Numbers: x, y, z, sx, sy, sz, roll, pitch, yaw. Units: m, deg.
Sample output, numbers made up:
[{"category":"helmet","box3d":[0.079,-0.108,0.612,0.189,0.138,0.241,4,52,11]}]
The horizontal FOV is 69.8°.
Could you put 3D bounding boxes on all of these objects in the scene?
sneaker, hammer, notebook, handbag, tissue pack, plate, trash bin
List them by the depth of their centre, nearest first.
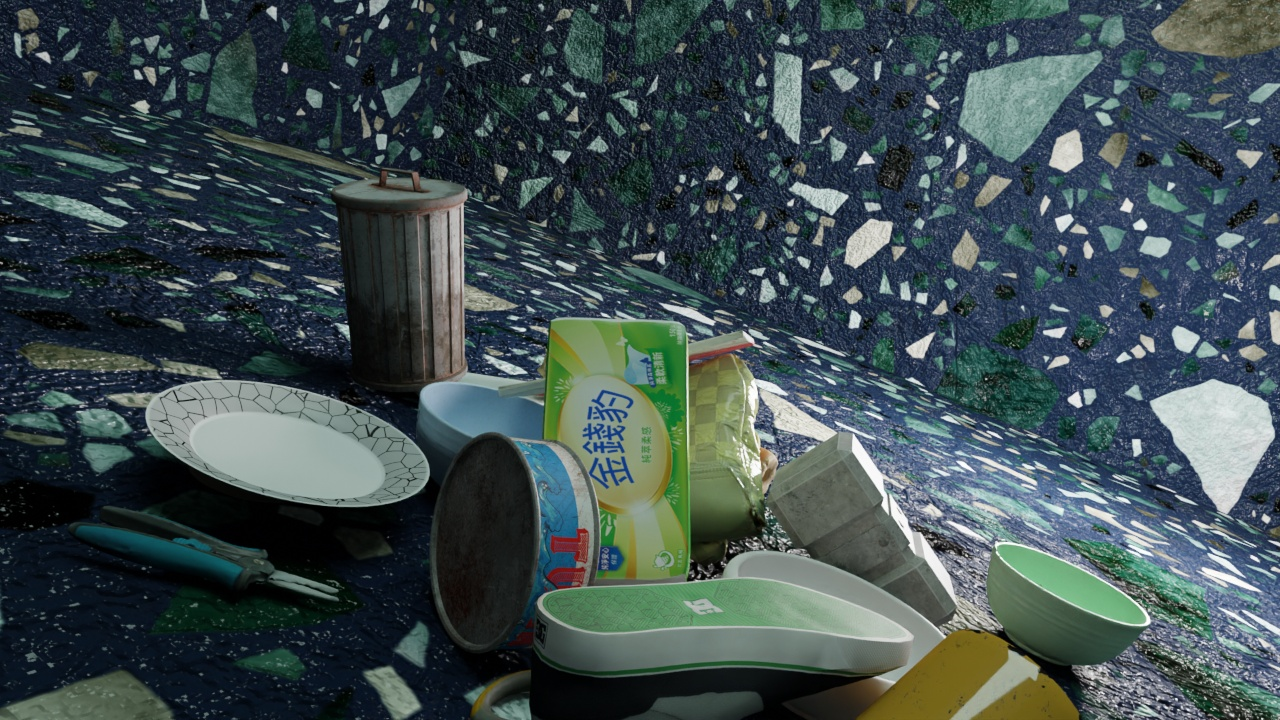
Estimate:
[{"category":"sneaker","box3d":[0.048,0.173,0.510,0.235,0.079,0.084,6,6,-26]},{"category":"plate","box3d":[-0.242,0.061,0.640,0.188,0.016,0.188,20,12,-5]},{"category":"tissue pack","box3d":[-0.020,0.082,0.686,0.120,0.197,0.142,8,-22,0]},{"category":"notebook","box3d":[-0.005,0.005,0.813,0.209,0.012,0.153,-14,-4,10]},{"category":"handbag","box3d":[0.063,0.092,0.832,0.113,0.186,0.117,-9,-38,18]},{"category":"hammer","box3d":[0.212,0.137,0.885,0.162,0.083,0.317,56,15,2]},{"category":"trash bin","box3d":[-0.241,-0.088,0.939,0.131,0.211,0.130,2,21,-1]}]

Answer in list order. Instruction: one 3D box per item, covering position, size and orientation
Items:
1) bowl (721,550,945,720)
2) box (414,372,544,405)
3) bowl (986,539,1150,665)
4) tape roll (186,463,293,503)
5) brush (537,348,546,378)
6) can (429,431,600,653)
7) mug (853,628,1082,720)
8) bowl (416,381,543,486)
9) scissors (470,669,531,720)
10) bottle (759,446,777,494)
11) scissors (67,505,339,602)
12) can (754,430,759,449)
[{"category":"bowl","box3d":[0.131,0.206,0.644,0.176,0.066,0.176,19,11,-4]},{"category":"box","box3d":[-0.141,0.051,1.002,0.208,0.037,0.189,11,18,-39]},{"category":"bowl","box3d":[0.405,0.247,0.898,0.151,0.077,0.150,20,11,-4]},{"category":"tape roll","box3d":[-0.278,0.069,0.671,0.093,0.030,0.093,19,11,-4]},{"category":"brush","box3d":[-0.056,0.030,1.104,0.043,0.059,0.195,11,-13,38]},{"category":"can","box3d":[-0.080,0.111,0.562,0.044,0.130,0.130,11,15,-37]},{"category":"mug","box3d":[0.185,0.224,0.512,0.094,0.124,0.101,-32,16,-21]},{"category":"bowl","box3d":[-0.123,0.081,0.771,0.150,0.075,0.150,19,12,-5]},{"category":"scissors","box3d":[0.009,0.209,0.545,0.217,0.016,0.224,28,14,34]},{"category":"bottle","box3d":[0.075,0.100,1.060,0.167,0.059,0.059,26,13,27]},{"category":"scissors","box3d":[-0.253,0.115,0.527,0.126,0.019,0.143,23,4,40]},{"category":"can","box3d":[0.051,0.081,0.931,0.116,0.092,0.056,40,18,-6]}]
